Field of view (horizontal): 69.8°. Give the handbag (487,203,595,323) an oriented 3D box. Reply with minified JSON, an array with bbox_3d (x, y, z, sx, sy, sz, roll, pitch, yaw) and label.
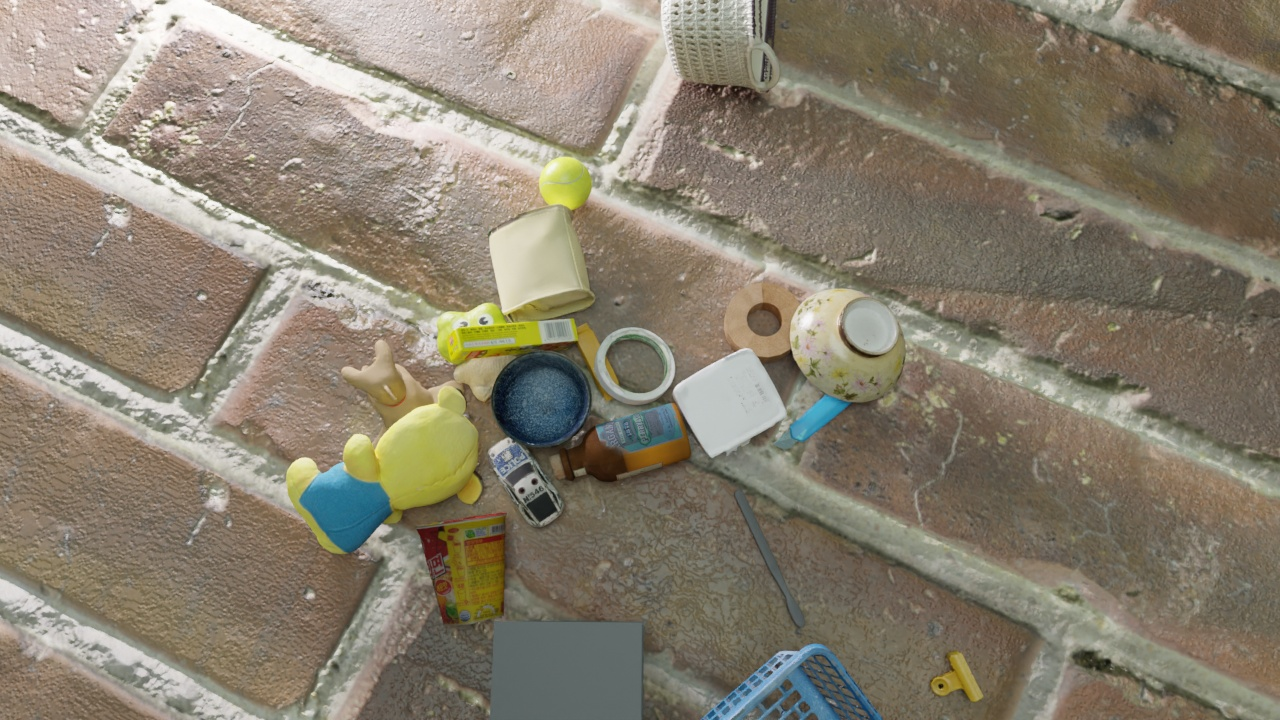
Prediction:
[{"bbox_3d":[-0.122,-0.115,1.106,0.111,0.081,0.119,-16,76,4],"label":"handbag"}]

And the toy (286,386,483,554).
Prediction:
[{"bbox_3d":[-0.271,0.131,1.011,0.213,0.149,0.084,-25,46,-13],"label":"toy"}]

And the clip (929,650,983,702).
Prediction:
[{"bbox_3d":[0.342,0.347,0.998,0.047,0.047,0.054,-14,72,-39],"label":"clip"}]

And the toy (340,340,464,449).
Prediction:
[{"bbox_3d":[-0.285,0.037,1.056,0.134,0.108,0.106,-40,57,-9],"label":"toy"}]

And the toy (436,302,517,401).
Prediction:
[{"bbox_3d":[-0.191,-0.008,1.093,0.092,0.043,0.117,-15,78,-14],"label":"toy"}]

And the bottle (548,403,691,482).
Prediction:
[{"bbox_3d":[-0.025,0.101,1.048,0.157,0.068,0.067,-16,75,-3],"label":"bottle"}]

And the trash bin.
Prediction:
[{"bbox_3d":[-0.068,0.337,0.930,0.140,0.172,0.139,0,75,1],"label":"trash bin"}]

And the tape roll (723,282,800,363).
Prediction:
[{"bbox_3d":[0.148,-0.045,1.105,0.094,0.027,0.094,0,75,1],"label":"tape roll"}]

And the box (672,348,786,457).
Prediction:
[{"bbox_3d":[0.102,0.053,1.077,0.107,0.095,0.102,-29,87,-2],"label":"box"}]

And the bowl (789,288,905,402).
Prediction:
[{"bbox_3d":[0.253,-0.029,1.062,0.145,0.063,0.145,5,68,-13],"label":"bowl"}]

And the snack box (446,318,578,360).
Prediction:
[{"bbox_3d":[-0.147,-0.025,1.067,0.147,0.040,0.029,-6,77,-29],"label":"snack box"}]

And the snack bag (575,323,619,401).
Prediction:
[{"bbox_3d":[-0.053,0.002,1.100,0.026,0.020,0.099,-25,76,-12],"label":"snack bag"}]

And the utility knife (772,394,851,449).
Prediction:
[{"bbox_3d":[0.225,0.050,1.081,0.174,0.015,0.031,-37,74,-14],"label":"utility knife"}]

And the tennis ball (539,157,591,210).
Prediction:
[{"bbox_3d":[-0.093,-0.219,1.137,0.065,0.065,0.065,0,75,1],"label":"tennis ball"}]

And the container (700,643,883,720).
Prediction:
[{"bbox_3d":[0.096,0.470,0.900,0.362,0.089,0.257,-38,100,-9],"label":"container"}]

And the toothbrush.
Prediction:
[{"bbox_3d":[0.145,0.223,1.040,0.013,0.013,0.167,-23,74,-5],"label":"toothbrush"}]

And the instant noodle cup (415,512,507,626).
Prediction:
[{"bbox_3d":[-0.191,0.229,1.007,0.100,0.100,0.112,-7,82,-1],"label":"instant noodle cup"}]

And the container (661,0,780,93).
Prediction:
[{"bbox_3d":[0.110,-0.465,1.149,0.143,0.185,0.251,2,73,14],"label":"container"}]

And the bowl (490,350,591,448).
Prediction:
[{"bbox_3d":[-0.113,0.051,1.067,0.114,0.061,0.114,0,74,-1],"label":"bowl"}]

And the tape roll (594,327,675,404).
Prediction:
[{"bbox_3d":[-0.006,0.006,1.086,0.093,0.018,0.093,5,68,-13],"label":"tape roll"}]

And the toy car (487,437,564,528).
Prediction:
[{"bbox_3d":[-0.133,0.138,1.054,0.048,0.040,0.113,-35,76,-9],"label":"toy car"}]
